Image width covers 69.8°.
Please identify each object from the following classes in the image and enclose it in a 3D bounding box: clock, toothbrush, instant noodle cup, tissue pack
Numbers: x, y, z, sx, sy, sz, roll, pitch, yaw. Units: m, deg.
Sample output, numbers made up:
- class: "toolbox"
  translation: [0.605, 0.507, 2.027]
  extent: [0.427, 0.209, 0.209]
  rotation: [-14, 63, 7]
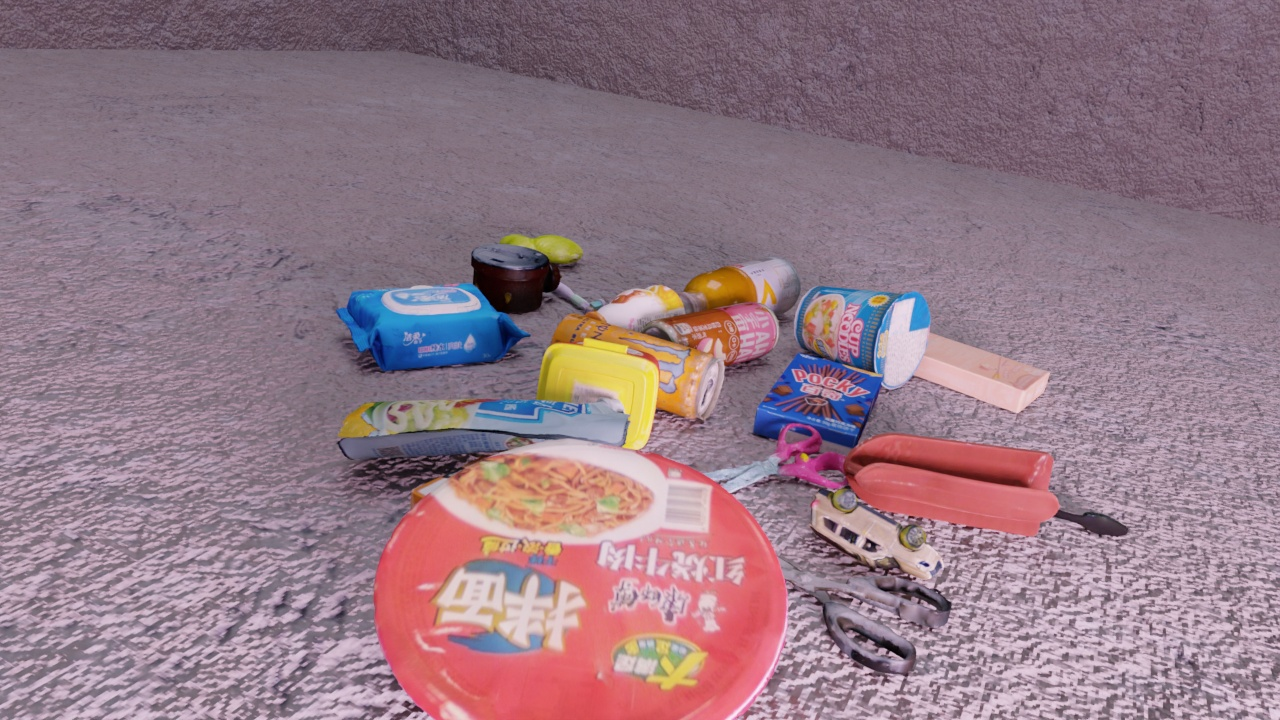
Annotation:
- class: "clock"
  translation: [-0.134, -0.091, 0.984]
  extent: [0.082, 0.055, 0.121]
  rotation: [16, 22, 19]
- class: "toothbrush"
  translation: [-0.094, -0.083, 1.029]
  extent: [0.021, 0.029, 0.189]
  rotation: [43, -6, -40]
- class: "instant noodle cup"
  translation: [-0.028, 0.124, 0.449]
  extent: [0.194, 0.066, 0.193]
  rotation: [2, 37, -2]
- class: "toothbrush"
  translation: [0.276, 0.105, 0.712]
  extent: [0.189, 0.014, 0.017]
  rotation: [14, 13, 15]
- class: "instant noodle cup"
  translation: [0.219, -0.031, 0.929]
  extent: [0.099, 0.099, 0.110]
  rotation: [-13, 22, -42]
- class: "tissue pack"
  translation: [-0.187, -0.035, 0.831]
  extent: [0.156, 0.052, 0.095]
  rotation: [-6, 26, -31]

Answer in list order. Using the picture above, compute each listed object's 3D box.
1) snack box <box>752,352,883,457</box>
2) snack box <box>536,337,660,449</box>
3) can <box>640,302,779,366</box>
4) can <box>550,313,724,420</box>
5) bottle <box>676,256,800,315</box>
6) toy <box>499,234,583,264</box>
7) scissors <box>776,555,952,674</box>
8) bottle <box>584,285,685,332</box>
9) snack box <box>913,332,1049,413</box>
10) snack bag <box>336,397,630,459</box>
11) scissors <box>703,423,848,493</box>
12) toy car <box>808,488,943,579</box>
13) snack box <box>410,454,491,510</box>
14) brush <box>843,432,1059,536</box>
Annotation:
- class: "snack box"
  translation: [0.162, 0.037, 0.817]
  extent: [0.084, 0.026, 0.156]
  rotation: [16, 23, 17]
- class: "snack box"
  translation: [-0.029, 0.021, 0.722]
  extent: [0.091, 0.082, 0.080]
  rotation: [11, 13, 7]
- class: "can"
  translation: [0.067, -0.020, 0.879]
  extent: [0.147, 0.058, 0.058]
  rotation: [-13, 31, -42]
- class: "can"
  translation: [-0.005, 0.005, 0.793]
  extent: [0.146, 0.058, 0.058]
  rotation: [17, 24, 20]
- class: "bottle"
  translation: [0.102, -0.070, 1.000]
  extent: [0.068, 0.068, 0.189]
  rotation: [25, 28, 35]
- class: "toy"
  translation: [-0.121, -0.139, 1.139]
  extent: [0.100, 0.031, 0.096]
  rotation: [-2, 23, -23]
- class: "scissors"
  translation: [0.108, 0.139, 0.568]
  extent: [0.159, 0.014, 0.170]
  rotation: [4, 21, -10]
- class: "bottle"
  translation: [-0.007, -0.037, 0.887]
  extent: [0.063, 0.063, 0.108]
  rotation: [27, 28, 38]
- class: "snack box"
  translation: [0.332, 0.006, 0.953]
  extent: [0.157, 0.026, 0.084]
  rotation: [24, 27, 33]
- class: "snack bag"
  translation: [-0.101, 0.045, 0.634]
  extent: [0.191, 0.039, 0.110]
  rotation: [-2, -1, 4]
- class: "scissors"
  translation: [0.094, 0.075, 0.702]
  extent: [0.137, 0.017, 0.077]
  rotation: [-4, 43, -22]
- class: "toy car"
  translation: [0.154, 0.117, 0.602]
  extent: [0.090, 0.035, 0.042]
  rotation: [24, -16, 34]
- class: "snack box"
  translation: [-0.062, 0.106, 0.569]
  extent: [0.154, 0.026, 0.075]
  rotation: [20, 25, 26]
- class: "brush"
  translation: [0.221, 0.088, 0.667]
  extent: [0.146, 0.063, 0.069]
  rotation: [9, 9, 4]
